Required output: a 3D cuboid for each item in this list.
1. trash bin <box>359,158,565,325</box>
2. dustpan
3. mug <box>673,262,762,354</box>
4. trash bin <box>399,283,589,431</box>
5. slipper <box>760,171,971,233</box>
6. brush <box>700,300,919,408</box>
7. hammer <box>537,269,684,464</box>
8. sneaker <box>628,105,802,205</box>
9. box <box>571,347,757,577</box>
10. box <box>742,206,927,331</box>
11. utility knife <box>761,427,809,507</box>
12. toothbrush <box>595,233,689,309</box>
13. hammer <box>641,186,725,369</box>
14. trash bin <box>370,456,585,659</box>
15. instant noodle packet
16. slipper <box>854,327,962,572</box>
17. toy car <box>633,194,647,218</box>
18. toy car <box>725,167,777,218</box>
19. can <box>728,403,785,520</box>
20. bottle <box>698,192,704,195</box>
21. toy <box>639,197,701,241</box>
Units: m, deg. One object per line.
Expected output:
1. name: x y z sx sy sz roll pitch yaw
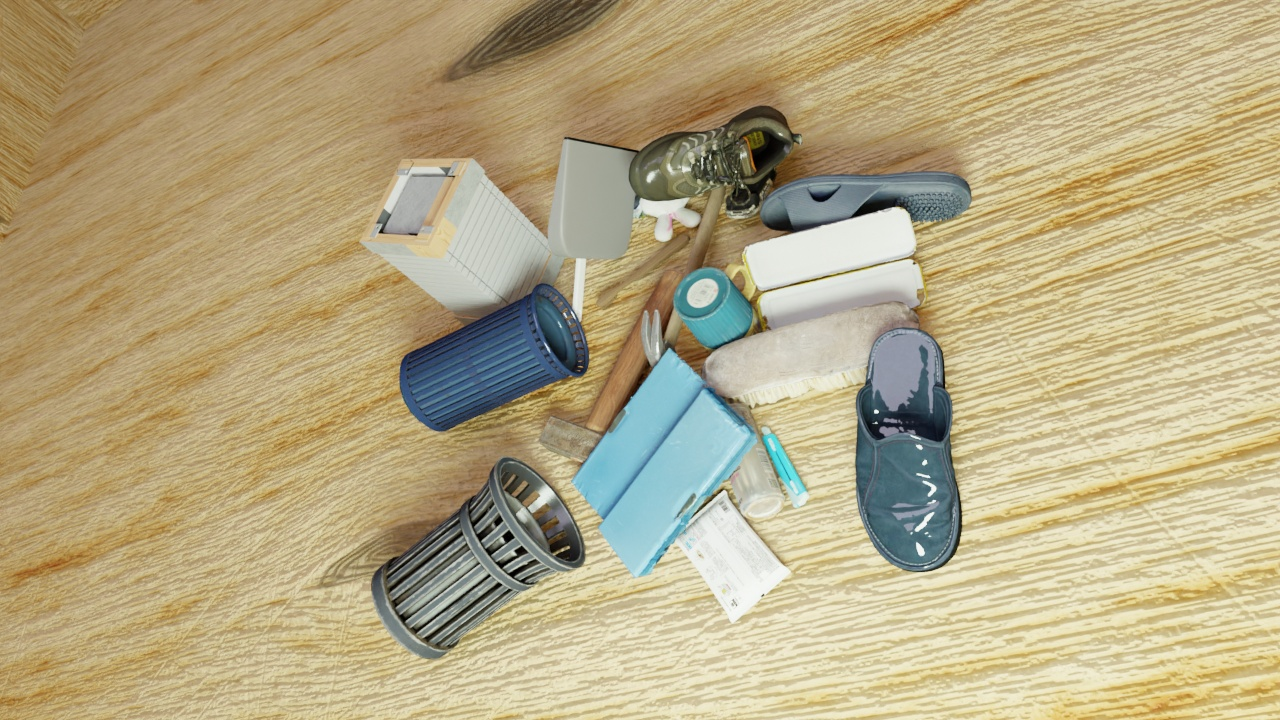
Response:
1. trash bin: -0.255 -0.166 1.358 0.143 0.247 0.142 8 68 34
2. dustpan: -0.073 -0.182 1.325 0.033 0.162 0.258 11 101 35
3. mug: 0.106 -0.073 1.178 0.083 0.107 0.113 23 76 40
4. trash bin: -0.215 0.004 1.310 0.250 0.139 0.139 -24 53 20
5. slipper: 0.272 -0.176 1.143 0.264 0.101 0.082 -2 61 27
6. brush: 0.203 -0.003 1.109 0.272 0.056 0.083 -16 56 22
7. hammer: -0.007 0.007 1.245 0.158 0.037 0.300 16 73 37
8. sneaker: 0.110 -0.259 1.229 0.238 0.101 0.143 -23 30 -4
9. box: 0.017 0.122 1.113 0.174 0.033 0.232 47 110 36
10. box: 0.236 -0.105 1.126 0.210 0.034 0.129 -12 102 26
11. utility knife: 0.167 0.124 1.086 0.022 0.015 0.116 -35 48 10
12. toothbrush: 0.004 -0.129 1.333 0.167 0.016 0.016 -38 50 5
13. hammer: 0.072 -0.117 1.242 0.031 0.119 0.330 0 55 32
14. trash bin: -0.209 0.254 1.148 0.228 0.164 0.164 -38 50 11
15. instant noodle packet: 0.101 0.223 1.060 0.087 0.026 0.134 -42 50 3
16. slipper: 0.276 0.087 0.970 0.109 0.083 0.265 -4 76 25
17. toy car: 0.015 -0.253 1.389 0.090 0.027 0.038 -43 48 3
18. toy car: 0.158 -0.235 1.288 0.049 0.040 0.112 4 48 34
19. can: 0.126 0.119 1.088 0.054 0.054 0.135 -29 52 14
20. bottle: 0.125 -0.301 1.334 0.146 0.051 0.051 -39 50 6
21. toy: 0.038 -0.234 1.349 0.076 0.037 0.125 -23 65 -1
